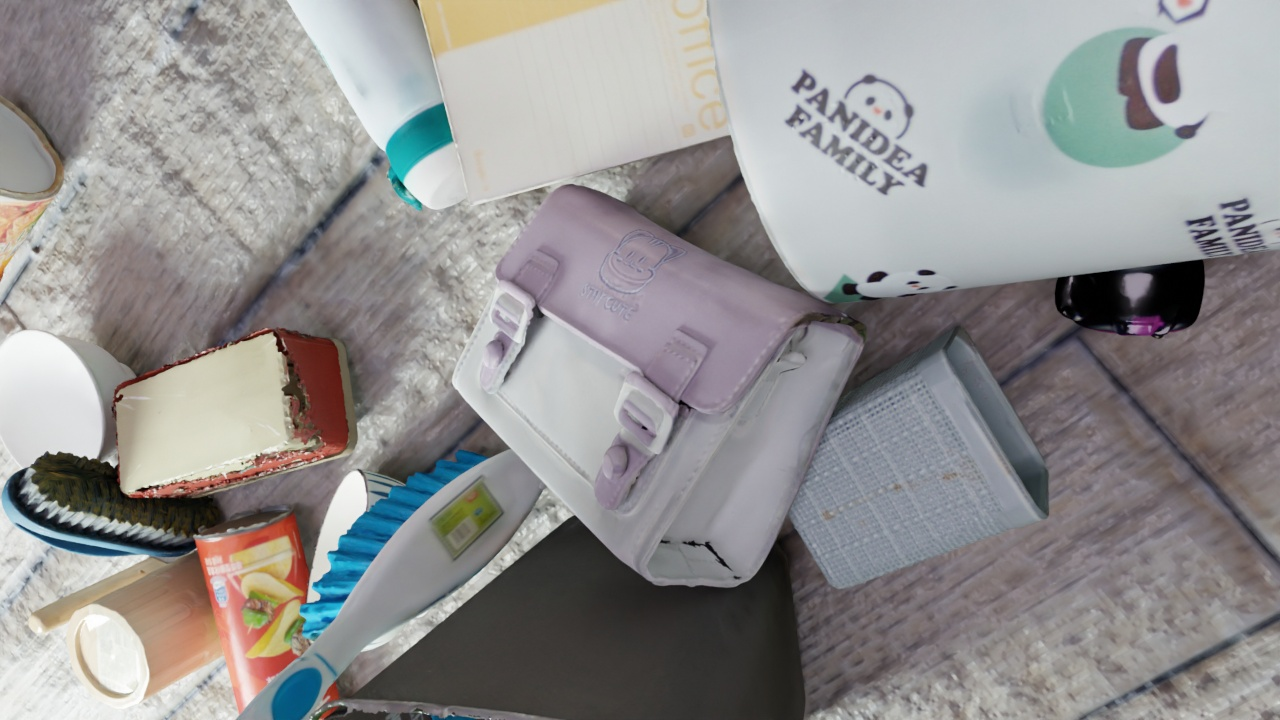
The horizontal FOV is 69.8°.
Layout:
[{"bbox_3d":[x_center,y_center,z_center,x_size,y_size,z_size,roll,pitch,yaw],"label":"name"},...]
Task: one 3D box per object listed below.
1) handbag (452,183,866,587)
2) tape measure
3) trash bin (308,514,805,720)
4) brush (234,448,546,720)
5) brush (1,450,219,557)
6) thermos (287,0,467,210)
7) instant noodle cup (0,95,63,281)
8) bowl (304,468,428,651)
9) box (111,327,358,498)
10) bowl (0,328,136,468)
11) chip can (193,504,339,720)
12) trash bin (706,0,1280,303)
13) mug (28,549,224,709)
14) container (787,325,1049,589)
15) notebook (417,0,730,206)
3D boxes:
[{"bbox_3d":[-0.003,0.003,0.472,0.197,0.098,0.145,35,101,44],"label":"handbag"},{"bbox_3d":[0.230,-0.032,0.429,0.058,0.056,0.039,6,108,35],"label":"tape measure"},{"bbox_3d":[-0.016,0.196,0.471,0.199,0.219,0.199,-3,108,21],"label":"trash bin"},{"bbox_3d":[-0.151,0.135,0.467,0.110,0.313,0.060,-18,107,45],"label":"brush"},{"bbox_3d":[-0.384,0.112,0.661,0.074,0.143,0.055,-36,55,18],"label":"brush"},{"bbox_3d":[-0.165,-0.196,0.551,0.073,0.073,0.224,-33,87,23],"label":"thermos"},{"bbox_3d":[-0.509,-0.131,0.663,0.111,0.151,0.151,-37,85,15],"label":"instant noodle cup"},{"bbox_3d":[-0.170,0.134,0.604,0.066,0.116,0.117,17,112,-29],"label":"bowl"},{"bbox_3d":[-0.285,0.041,0.626,0.169,0.077,0.091,-16,77,23],"label":"box"},{"bbox_3d":[-0.423,0.030,0.697,0.118,0.064,0.118,4,102,21],"label":"bowl"},{"bbox_3d":[-0.261,0.217,0.665,0.073,0.073,0.216,-8,96,23],"label":"chip can"},{"bbox_3d":[0.175,-0.135,0.350,0.252,0.229,0.229,-10,96,28],"label":"trash bin"},{"bbox_3d":[-0.367,0.190,0.684,0.125,0.103,0.084,14,105,18],"label":"mug"},{"bbox_3d":[0.132,0.052,0.469,0.112,0.090,0.090,-31,87,27],"label":"container"},{"bbox_3d":[-0.013,-0.179,0.496,0.206,0.010,0.146,-13,95,8],"label":"notebook"}]
